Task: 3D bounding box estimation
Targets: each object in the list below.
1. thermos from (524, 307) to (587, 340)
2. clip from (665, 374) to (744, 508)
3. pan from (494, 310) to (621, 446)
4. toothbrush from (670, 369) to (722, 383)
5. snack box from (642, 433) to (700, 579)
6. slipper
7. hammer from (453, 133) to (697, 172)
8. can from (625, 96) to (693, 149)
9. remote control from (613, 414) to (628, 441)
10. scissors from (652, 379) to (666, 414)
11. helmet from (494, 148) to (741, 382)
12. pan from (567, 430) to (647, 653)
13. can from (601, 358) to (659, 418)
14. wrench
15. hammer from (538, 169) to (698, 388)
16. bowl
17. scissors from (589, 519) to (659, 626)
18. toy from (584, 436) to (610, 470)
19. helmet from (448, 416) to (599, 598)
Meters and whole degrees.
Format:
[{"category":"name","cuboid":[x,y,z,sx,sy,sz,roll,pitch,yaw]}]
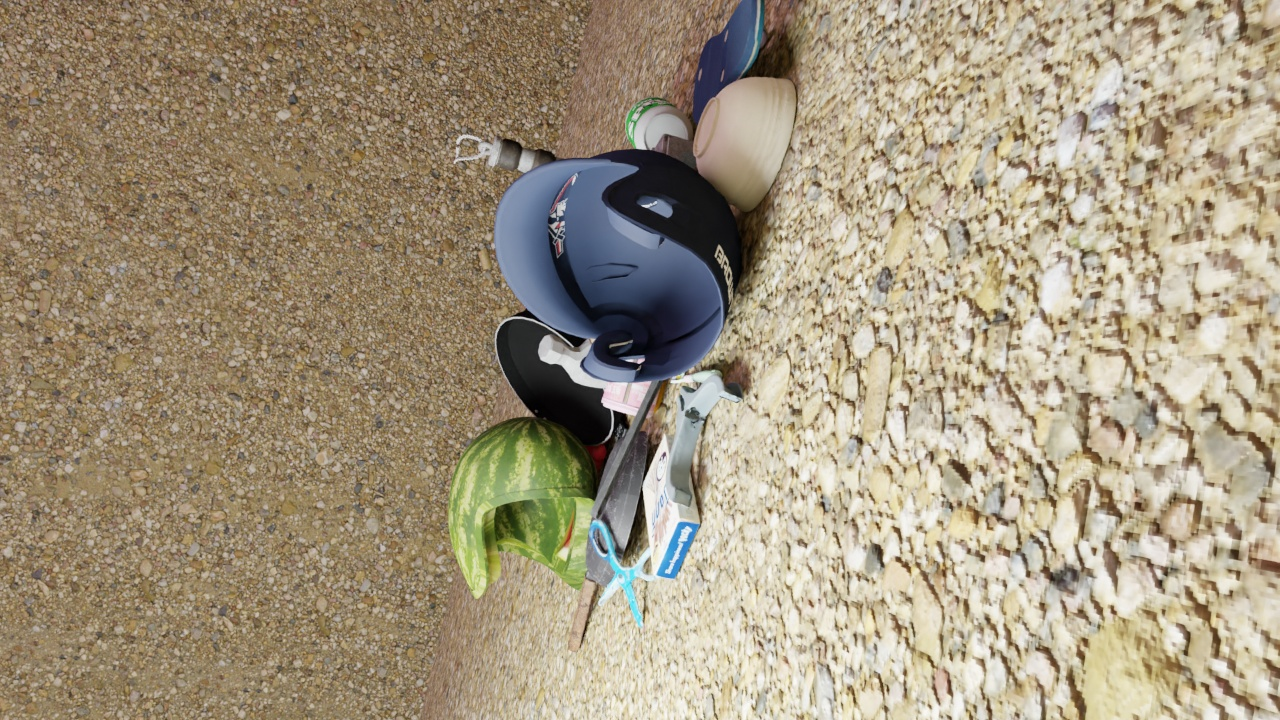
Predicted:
[{"category":"thermos","cuboid":[-0.086,-0.088,1.359,0.227,0.172,0.172,109,167,-52]},{"category":"clip","cuboid":[0.060,0.079,0.946,0.165,0.032,0.165,134,154,-61]},{"category":"pan","cuboid":[-0.137,0.059,1.375,0.034,0.225,0.357,-42,-10,-34]},{"category":"toothbrush","cuboid":[0.064,0.018,1.037,0.022,0.015,0.155,-45,9,-11]},{"category":"snack box","cuboid":[0.031,0.156,1.003,0.149,0.026,0.082,-99,27,-58]},{"category":"slipper","cuboid":[0.116,-0.353,1.111,0.295,0.060,0.118,179,102,-81]},{"category":"hammer","cuboid":[-0.075,-0.238,1.187,0.177,0.326,0.079,126,155,-57]},{"category":"can","cuboid":[0.027,-0.350,1.396,0.139,0.087,0.088,-110,36,-66]},{"category":"remote control","cuboid":[-0.035,0.090,1.366,0.140,0.009,0.030,-120,46,-70]},{"category":"scissors","cuboid":[0.006,-0.028,1.244,0.230,0.016,0.225,-24,55,57]},{"category":"helmet","cuboid":[-0.025,-0.123,1.000,0.222,0.272,0.233,-82,2,-51]},{"category":"pan","cuboid":[-0.055,0.250,1.198,0.207,0.040,0.358,-87,14,-64]},{"category":"can","cuboid":[-0.008,0.028,1.148,0.067,0.067,0.076,-165,90,-76]},{"category":"wrench","cuboid":[0.003,0.061,1.086,0.272,0.018,0.073,-65,-16,-12]},{"category":"hammer","cuboid":[0.008,-0.106,1.150,0.329,0.131,0.039,-55,31,17]},{"category":"bowl","cuboid":[0.105,-0.247,1.014,0.151,0.075,0.150,-167,91,-76]},{"category":"scissors","cuboid":[-0.020,0.235,1.049,0.140,0.011,0.134,56,131,27]},{"category":"toy","cuboid":[-0.080,0.138,1.419,0.135,0.045,0.091,157,125,-65]},{"category":"helmet","cuboid":[-0.166,0.200,1.320,0.243,0.213,0.247,39,122,59]}]
